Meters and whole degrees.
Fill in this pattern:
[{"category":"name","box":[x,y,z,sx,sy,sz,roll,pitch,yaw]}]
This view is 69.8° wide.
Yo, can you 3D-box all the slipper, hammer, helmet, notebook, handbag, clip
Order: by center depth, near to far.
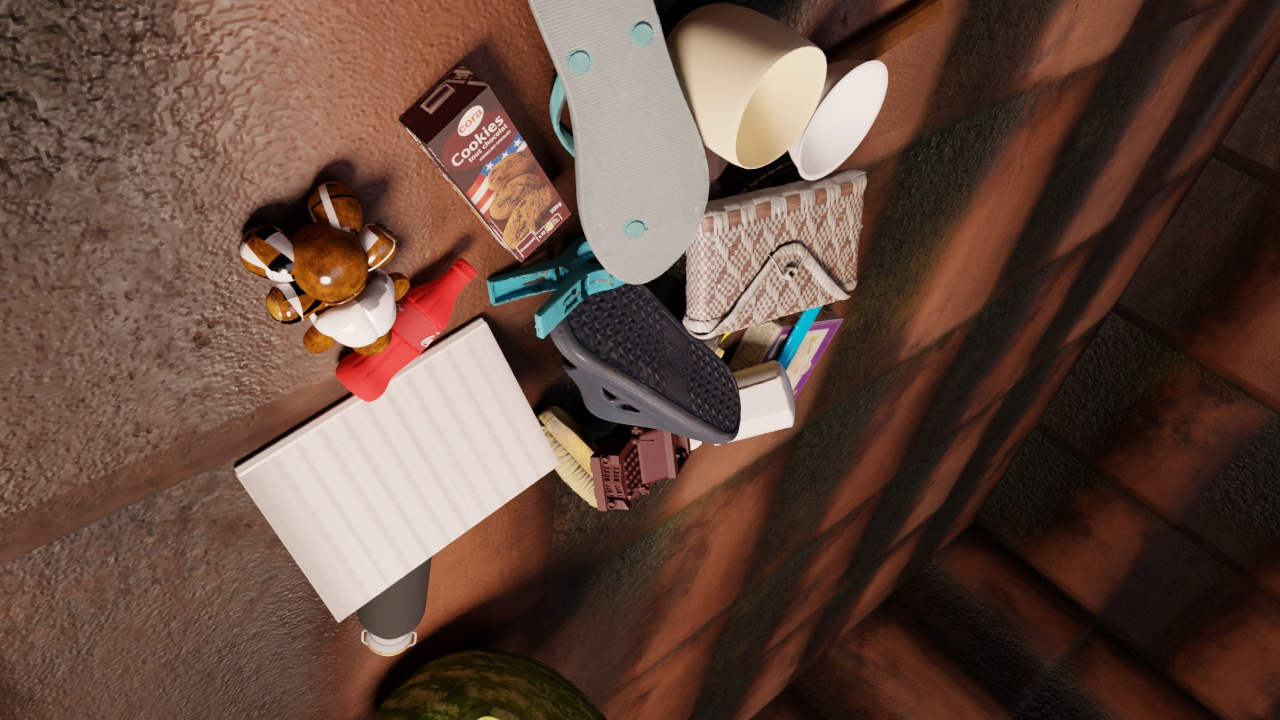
[{"category":"slipper","box":[-0.013,-0.173,0.629,0.098,0.054,0.269,-18,133,-5]},{"category":"notebook","box":[-0.175,0.081,0.701,0.209,0.009,0.143,-35,114,-23]},{"category":"clip","box":[-0.042,-0.058,0.707,0.126,0.114,0.028,-43,150,-38]},{"category":"hammer","box":[0.158,-0.250,0.808,0.322,0.033,0.115,-35,151,-23]},{"category":"handbag","box":[0.125,-0.095,0.823,0.185,0.047,0.124,-17,122,-23]},{"category":"slipper","box":[-0.005,0.005,0.829,0.083,0.110,0.268,-17,147,33]},{"category":"slipper","box":[0.099,-0.076,0.893,0.112,0.076,0.268,-9,133,-50]},{"category":"helmet","box":[-0.168,0.421,0.975,0.243,0.247,0.213,-115,-139,-78]}]

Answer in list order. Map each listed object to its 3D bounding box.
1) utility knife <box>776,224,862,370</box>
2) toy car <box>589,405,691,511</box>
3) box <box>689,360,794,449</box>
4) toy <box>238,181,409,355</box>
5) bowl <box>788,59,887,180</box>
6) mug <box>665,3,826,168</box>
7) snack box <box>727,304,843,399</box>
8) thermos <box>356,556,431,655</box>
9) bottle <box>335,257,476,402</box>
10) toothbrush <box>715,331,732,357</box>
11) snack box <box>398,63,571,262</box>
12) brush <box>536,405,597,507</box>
[{"category":"utility knife","box":[0.194,-0.061,1.023,0.031,0.015,0.206,-7,132,-50]},{"category":"toy car","box":[0.007,0.084,0.903,0.169,0.062,0.070,-48,135,-61]},{"category":"box","box":[0.089,0.053,1.017,0.166,0.083,0.092,-16,-178,6]},{"category":"toy","box":[-0.185,-0.045,0.565,0.087,0.067,0.113,-39,159,-17]},{"category":"bowl","box":[0.156,-0.211,0.775,0.109,0.040,0.110,-36,153,-23]},{"category":"mug","box":[0.073,-0.208,0.669,0.119,0.100,0.096,-27,146,-37]},{"category":"snack box","box":[0.164,0.002,1.114,0.147,0.040,0.144,-9,133,-49]},{"category":"thermos","box":[-0.216,0.189,0.804,0.061,0.061,0.232,-23,143,-38]},{"category":"bottle","box":[-0.161,-0.024,0.643,0.119,0.036,0.036,-47,151,-2]},{"category":"toothbrush","box":[0.114,-0.052,1.006,0.135,0.016,0.021,-54,147,11]},{"category":"snack box","box":[-0.098,-0.125,0.608,0.051,0.032,0.141,-45,151,-5]},{"category":"brush","box":[-0.062,0.097,0.906,0.043,0.059,0.195,-36,149,-3]}]
